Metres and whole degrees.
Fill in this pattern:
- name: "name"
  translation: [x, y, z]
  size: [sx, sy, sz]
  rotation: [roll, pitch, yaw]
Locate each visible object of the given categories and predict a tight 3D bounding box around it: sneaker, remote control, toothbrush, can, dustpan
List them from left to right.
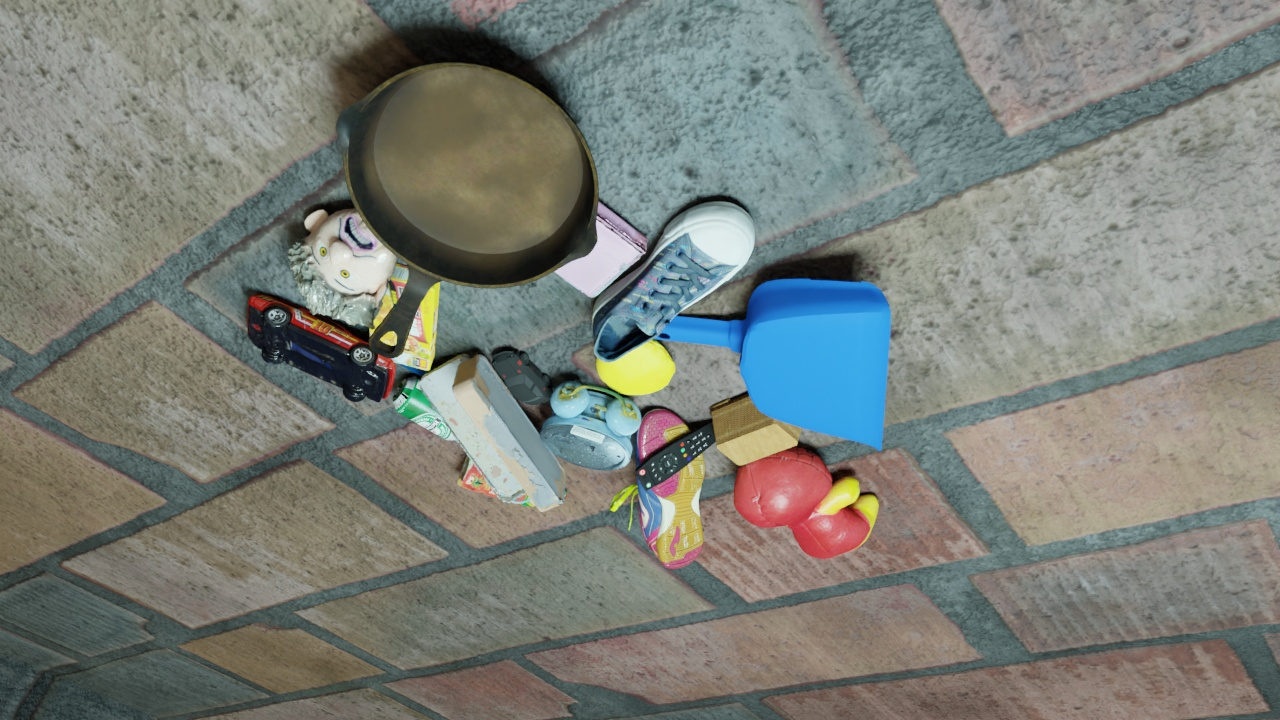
- name: "can"
  translation: [-0.266, 0.062, 1.179]
  size: [0.101, 0.053, 0.053]
  rotation: [34, 134, -25]
- name: "toothbrush"
  translation: [-0.248, 0.021, 1.155]
  size: [0.132, 0.016, 0.021]
  rotation: [22, 136, -15]
- name: "sneaker"
  translation: [0.021, 0.162, 1.212]
  size: [0.116, 0.091, 0.242]
  rotation: [-16, 119, -18]
- name: "sneaker"
  translation: [0.029, -0.069, 0.942]
  size: [0.087, 0.079, 0.236]
  rotation: [31, 136, -22]
- name: "remote control"
  translation: [0.050, 0.115, 1.146]
  size: [0.124, 0.010, 0.039]
  rotation: [-33, 117, -14]
- name: "dustpan"
  translation: [0.133, -0.006, 0.984]
  size: [0.258, 0.059, 0.246]
  rotation: [6, 144, 17]

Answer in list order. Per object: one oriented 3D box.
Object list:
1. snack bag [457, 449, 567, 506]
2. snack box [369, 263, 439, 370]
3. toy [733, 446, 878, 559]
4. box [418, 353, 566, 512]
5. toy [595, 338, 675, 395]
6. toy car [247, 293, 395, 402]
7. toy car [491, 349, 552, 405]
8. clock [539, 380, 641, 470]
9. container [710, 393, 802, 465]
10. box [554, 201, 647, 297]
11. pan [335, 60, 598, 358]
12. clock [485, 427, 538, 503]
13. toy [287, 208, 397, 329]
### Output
- name: "snack bag"
  translation: [-0.177, 0.171, 1.307]
  size: [0.155, 0.044, 0.087]
  rotation: [19, 128, -19]
- name: "snack box"
  translation: [-0.276, -0.051, 1.070]
  size: [0.075, 0.025, 0.153]
  rotation: [15, 140, -4]
- name: "toy"
  translation: [0.209, 0.185, 1.194]
  size: [0.148, 0.098, 0.216]
  rotation: [-33, 129, 30]
- name: "box"
  translation: [-0.174, 0.097, 1.135]
  size: [0.095, 0.108, 0.216]
  rotation: [-36, 119, -9]
- name: "toy"
  translation: [-0.006, 0.006, 1.068]
  size: [0.094, 0.041, 0.095]
  rotation: [-4, 139, 13]
- name: "toy car"
  translation: [-0.385, -0.014, 1.105]
  size: [0.189, 0.056, 0.082]
  rotation: [27, 140, -3]
- name: "toy car"
  translation: [-0.145, 0.023, 1.120]
  size: [0.042, 0.036, 0.092]
  rotation: [-17, 133, 28]
- name: "clock"
  translation: [-0.060, 0.080, 1.134]
  size: [0.118, 0.059, 0.162]
  rotation: [19, 148, -4]
- name: "container"
  translation: [0.141, 0.078, 1.104]
  size: [0.114, 0.061, 0.063]
  rotation: [-26, 128, 35]
- name: "box"
  translation: [-0.106, -0.152, 0.900]
  size: [0.232, 0.046, 0.098]
  rotation: [35, 135, -26]
- name: "pan"
  translation: [-0.183, -0.129, 0.874]
  size: [0.248, 0.043, 0.357]
  rotation: [25, 128, -17]
- name: "clock"
  translation: [-0.168, 0.146, 1.242]
  size: [0.087, 0.042, 0.123]
  rotation: [2, 120, 0]
- name: "toy"
  translation: [-0.299, -0.108, 0.958]
  size: [0.176, 0.076, 0.132]
  rotation: [-40, 93, 24]
